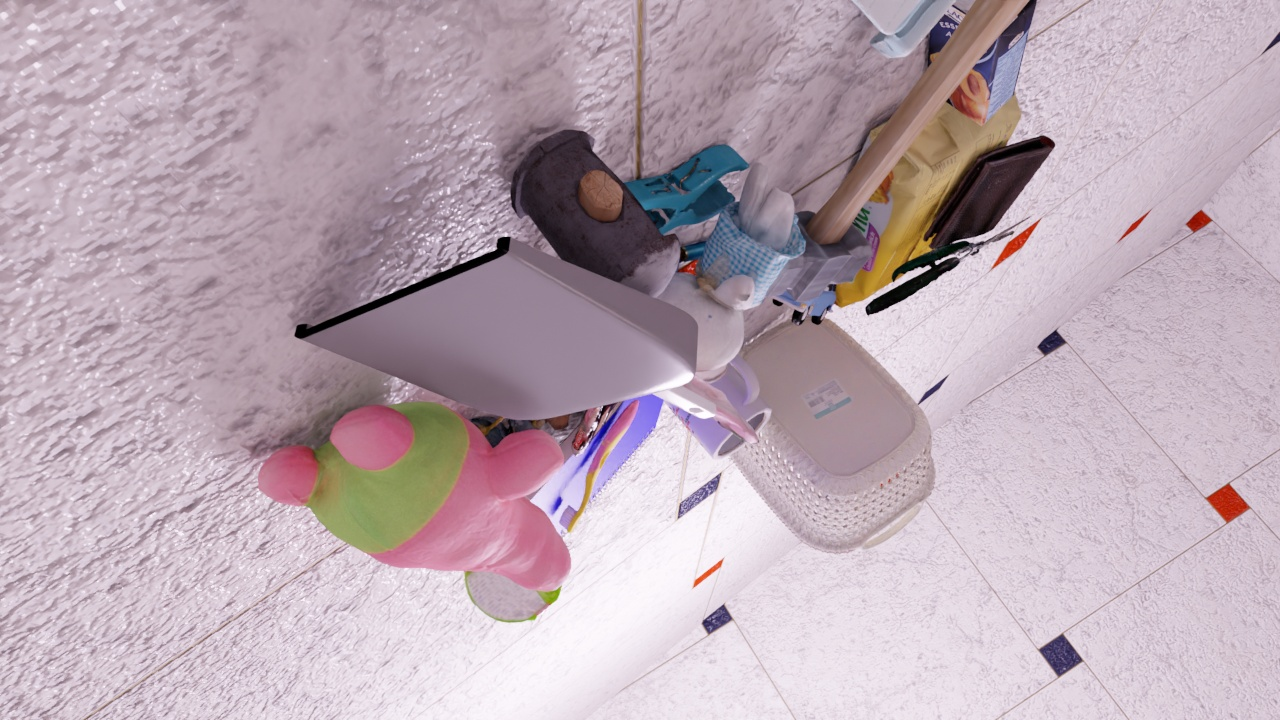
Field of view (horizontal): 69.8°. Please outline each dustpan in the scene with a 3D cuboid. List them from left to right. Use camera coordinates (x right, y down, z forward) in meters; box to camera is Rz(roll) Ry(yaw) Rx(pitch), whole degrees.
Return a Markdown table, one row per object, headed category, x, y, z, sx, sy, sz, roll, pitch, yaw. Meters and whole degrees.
| category | x | y | z | sx | sy | sz | roll | pitch | yaw |
| --- | --- | --- | --- | --- | --- | --- | --- | --- | --- |
| dustpan | -0.037 | 0.001 | 0.525 | 0.164 | 0.033 | 0.257 | -15 | 150 | 38 |

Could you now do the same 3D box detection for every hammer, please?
| category | x | y | z | sx | sy | sz | roll | pitch | yaw |
| --- | --- | --- | --- | --- | --- | --- | --- | --- | --- |
| hammer | -0.046 | -0.022 | 0.616 | 0.052 | 0.098 | 0.329 | -33 | 166 | -22 |
| hammer | 0.190 | -0.168 | 0.662 | 0.117 | 0.051 | 0.324 | -13 | 149 | -41 |

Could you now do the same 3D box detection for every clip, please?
| category | x | y | z | sx | sy | sz | roll | pitch | yaw |
| --- | --- | --- | --- | --- | --- | --- | --- | --- | --- |
| clip | 0.019 | -0.099 | 0.631 | 0.126 | 0.028 | 0.113 | -32 | 163 | -22 |

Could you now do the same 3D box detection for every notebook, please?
| category | x | y | z | sx | sy | sz | roll | pitch | yaw |
| --- | --- | --- | --- | --- | --- | --- | --- | --- | --- |
| notebook | -0.041 | 0.087 | 0.829 | 0.208 | 0.022 | 0.172 | -46 | 163 | -32 |

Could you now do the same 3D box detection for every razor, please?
| category | x | y | z | sx | sy | sz | roll | pitch | yaw |
| --- | --- | --- | --- | --- | --- | --- | --- | --- | --- |
| razor | 0.079 | -0.095 | 0.749 | 0.143 | 0.022 | 0.042 | -14 | 148 | -41 |

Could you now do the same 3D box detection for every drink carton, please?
| category | x | y | z | sx | sy | sz | roll | pitch | yaw |
| --- | --- | --- | --- | --- | --- | --- | --- | --- | --- |
| drink carton | 0.257 | -0.240 | 0.701 | 0.040 | 0.064 | 0.130 | -46 | 159 | -1 |

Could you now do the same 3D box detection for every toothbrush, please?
| category | x | y | z | sx | sy | sz | roll | pitch | yaw |
| --- | --- | --- | --- | --- | --- | --- | --- | --- | --- |
| toothbrush | -0.036 | 0.089 | 0.783 | 0.135 | 0.016 | 0.021 | -63 | 162 | 14 |

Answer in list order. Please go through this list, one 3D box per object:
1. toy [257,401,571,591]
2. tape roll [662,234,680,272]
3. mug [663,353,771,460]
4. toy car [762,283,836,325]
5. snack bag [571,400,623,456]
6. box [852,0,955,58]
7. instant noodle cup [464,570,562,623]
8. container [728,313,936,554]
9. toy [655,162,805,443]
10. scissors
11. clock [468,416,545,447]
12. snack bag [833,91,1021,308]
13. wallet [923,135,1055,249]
| category | x | y | z | sx | sy | sz | roll | pitch | yaw |
| --- | --- | --- | --- | --- | --- | --- | --- | --- | --- |
| toy | -0.125 | 0.094 | 0.605 | 0.192 | 0.096 | 0.236 | -19 | 139 | 31 |
| tape roll | -0.012 | -0.054 | 0.677 | 0.092 | 0.016 | 0.091 | -33 | 158 | -20 |
| mug | 0.077 | 0.032 | 0.897 | 0.073 | 0.089 | 0.105 | -25 | 154 | -36 |
| toy car | 0.147 | -0.068 | 0.855 | 0.055 | 0.056 | 0.153 | -66 | 161 | 12 |
| snack bag | -0.004 | 0.004 | 0.733 | 0.154 | 0.018 | 0.075 | -53 | 173 | -39 |
| box | 0.203 | -0.286 | 0.557 | 0.125 | 0.075 | 0.198 | 25 | 111 | -45 |
| instant noodle cup | -0.120 | 0.215 | 0.935 | 0.099 | 0.099 | 0.108 | -38 | 168 | -6 |
| container | 0.195 | 0.070 | 0.985 | 0.184 | 0.246 | 0.143 | -33 | 149 | -12 |
| toy | 0.053 | -0.044 | 0.656 | 0.105 | 0.131 | 0.206 | 3 | 129 | -16 |
| scissors | 0.281 | -0.086 | 0.897 | 0.201 | 0.015 | 0.205 | -19 | 167 | -32 |
| clock | -0.123 | 0.080 | 0.710 | 0.090 | 0.052 | 0.130 | -4 | 134 | -57 |
| snack bag | 0.260 | -0.154 | 0.871 | 0.159 | 0.068 | 0.248 | -34 | 158 | -21 |
| wallet | 0.319 | -0.153 | 0.840 | 0.119 | 0.031 | 0.100 | -21 | 149 | -37 |
